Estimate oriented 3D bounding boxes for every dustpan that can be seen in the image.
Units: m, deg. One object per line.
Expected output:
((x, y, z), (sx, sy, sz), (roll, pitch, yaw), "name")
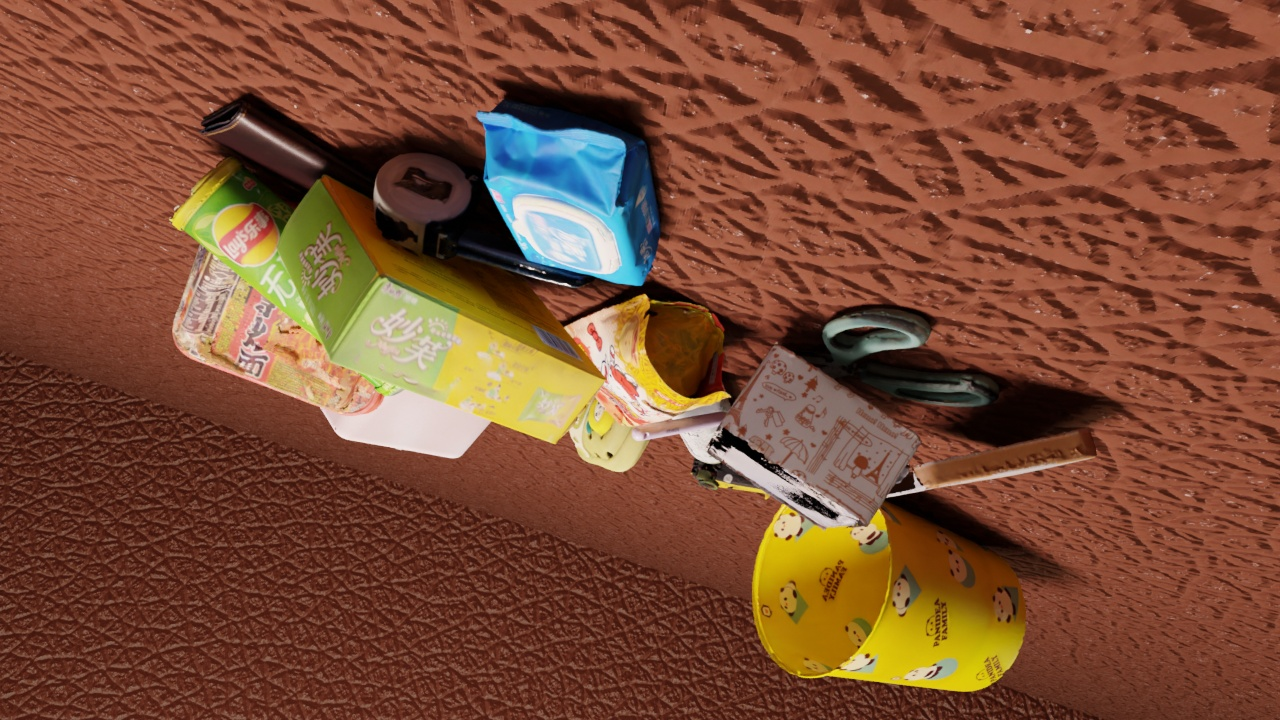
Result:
((-0.248, -0.002, 0.992), (0.222, 0.139, 0.273), (17, -153, -52), "dustpan")

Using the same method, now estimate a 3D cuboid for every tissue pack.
((-0.040, -0.097, 0.562), (0.095, 0.052, 0.157), (15, 162, 11), "tissue pack")

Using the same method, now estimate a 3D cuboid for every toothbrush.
((0.063, 0.055, 0.815), (0.188, 0.029, 0.021), (-5, -158, -44), "toothbrush")

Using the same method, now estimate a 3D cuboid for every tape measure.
((-0.145, -0.106, 0.614), (0.066, 0.065, 0.034), (18, 143, -6), "tape measure")

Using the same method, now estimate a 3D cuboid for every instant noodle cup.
((-0.295, -0.054, 0.814), (0.188, 0.165, 0.079), (24, -168, -12), "instant noodle cup")

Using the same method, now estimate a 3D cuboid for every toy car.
((0.122, 0.112, 0.994), (0.156, 0.071, 0.041), (3, 155, 40), "toy car")

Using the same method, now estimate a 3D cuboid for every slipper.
((-0.044, 0.071, 1.018), (0.081, 0.091, 0.191), (26, 164, -16), "slipper")

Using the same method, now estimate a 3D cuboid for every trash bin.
((0.305, 0.284, 1.103), (0.255, 0.229, 0.230), (21, 163, -26), "trash bin")

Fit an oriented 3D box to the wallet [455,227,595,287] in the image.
((-0.095, -0.075, 0.673), (0.121, 0.019, 0.097), (16, -170, 2), "wallet")

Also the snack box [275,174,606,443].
((-0.145, -0.034, 0.680), (0.210, 0.070, 0.157), (26, -164, -45), "snack box")

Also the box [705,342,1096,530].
((0.189, 0.077, 0.722), (0.274, 0.124, 0.179), (11, 169, 3), "box")

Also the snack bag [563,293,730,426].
((-0.005, 0.005, 0.798), (0.128, 0.073, 0.208), (48, 155, -10), "snack bag")

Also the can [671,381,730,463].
((0.063, 0.057, 0.911), (0.058, 0.058, 0.147), (13, 162, 17), "can")

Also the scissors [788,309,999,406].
((0.194, 0.008, 0.697), (0.179, 0.019, 0.173), (21, 161, -12), "scissors")

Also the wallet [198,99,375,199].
((-0.260, -0.148, 0.690), (0.122, 0.020, 0.096), (31, 164, -38), "wallet")

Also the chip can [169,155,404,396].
((-0.262, -0.062, 0.740), (0.221, 0.072, 0.073), (43, 155, -19), "chip can")
